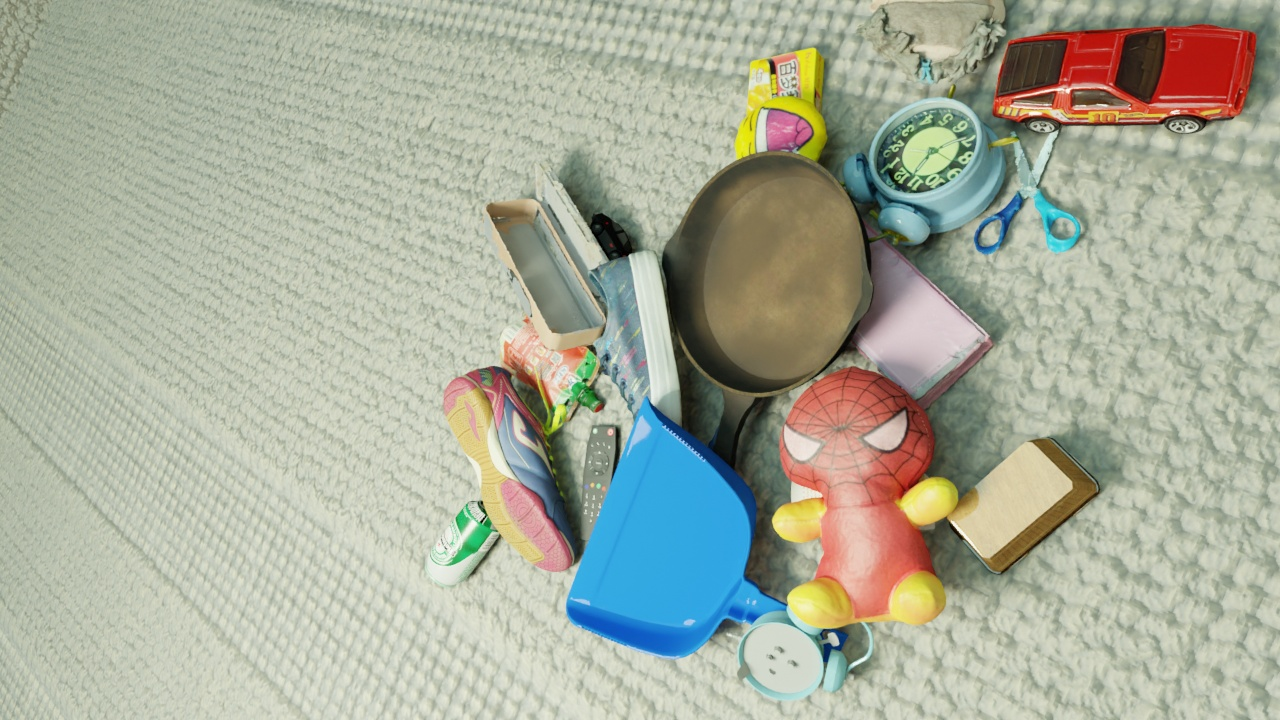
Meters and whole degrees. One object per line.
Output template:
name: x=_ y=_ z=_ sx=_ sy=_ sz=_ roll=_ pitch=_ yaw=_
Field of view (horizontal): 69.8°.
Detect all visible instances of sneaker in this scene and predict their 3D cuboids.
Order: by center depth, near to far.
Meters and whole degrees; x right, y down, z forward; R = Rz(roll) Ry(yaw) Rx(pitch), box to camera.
sneaker: x=-0.006 y=0.005 z=0.933 sx=0.079 sy=0.087 sz=0.235 roll=-7 pitch=79 yaw=-3
sneaker: x=-0.123 y=0.113 z=1.015 sx=0.117 sy=0.090 sz=0.241 roll=-32 pitch=83 yaw=40

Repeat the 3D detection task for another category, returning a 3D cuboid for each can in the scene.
can: x=-0.202 y=0.209 z=1.055 sx=0.101 sy=0.053 sz=0.053 roll=-52 pitch=56 yaw=12

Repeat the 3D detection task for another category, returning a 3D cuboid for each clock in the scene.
clock: x=0.140 y=0.249 z=0.789 sx=0.123 sy=0.041 sz=0.087 roll=-23 pitch=95 yaw=23
clock: x=0.252 y=-0.167 z=0.834 sx=0.162 sy=0.060 sz=0.118 roll=-43 pitch=53 yaw=11

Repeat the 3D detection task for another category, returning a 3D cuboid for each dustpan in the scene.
dustpan: x=0.071 y=0.197 z=0.856 sx=0.258 sy=0.059 sz=0.246 roll=24 pitch=109 yaw=11

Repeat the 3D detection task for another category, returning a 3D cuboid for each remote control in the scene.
remote control: x=-0.046 y=0.133 z=0.995 sx=0.039 sy=0.010 sz=0.124 roll=1 pitch=79 yaw=34

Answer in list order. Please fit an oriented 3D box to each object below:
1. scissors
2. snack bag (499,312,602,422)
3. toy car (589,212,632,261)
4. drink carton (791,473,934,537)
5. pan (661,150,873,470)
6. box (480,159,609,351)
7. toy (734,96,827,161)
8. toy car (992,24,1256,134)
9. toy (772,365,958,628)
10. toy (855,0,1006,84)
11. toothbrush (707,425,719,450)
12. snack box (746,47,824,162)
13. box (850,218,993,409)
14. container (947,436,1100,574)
scissors: x=0.332 y=-0.149 z=0.812 sx=0.104 sy=0.015 sz=0.133 roll=-17 pitch=68 yaw=30
snack bag: x=-0.098 y=0.010 z=1.047 sx=0.155 sy=0.044 sz=0.087 roll=39 pitch=106 yaw=30
toy car: x=-0.027 y=-0.126 z=1.029 sx=0.036 sy=0.042 sz=0.091 roll=-28 pitch=63 yaw=-4
drink carton: x=0.200 y=0.121 z=0.825 sx=0.122 sy=0.039 sz=0.069 roll=-9 pitch=74 yaw=26
pan: x=0.111 y=-0.016 z=0.876 sx=0.249 sy=0.043 sz=0.356 roll=19 pitch=102 yaw=44
box: x=-0.106 y=-0.115 z=1.048 sx=0.107 sy=0.095 sz=0.216 roll=-26 pitch=61 yaw=-8
toy: x=0.138 y=-0.217 z=0.908 sx=0.094 sy=0.041 sz=0.095 roll=-4 pitch=76 yaw=27
toy car: x=0.396 y=-0.236 z=0.763 sx=0.190 sy=0.056 sz=0.081 roll=11 pitch=81 yaw=32
toy: x=0.183 y=0.110 z=0.760 sx=0.148 sy=0.099 sz=0.216 roll=-5 pitch=67 yaw=16
toy: x=0.273 y=-0.340 z=0.859 sx=0.133 sy=0.076 sz=0.175 roll=8 pitch=82 yaw=6
toothbrush: x=0.088 y=0.064 z=0.920 sx=0.021 sy=0.016 sz=0.132 roll=24 pitch=92 yaw=38
snack box: x=0.147 y=-0.243 z=0.950 sx=0.075 sy=0.025 sz=0.152 roll=-1 pitch=78 yaw=33
box: x=0.211 y=-0.066 z=0.852 sx=0.098 sy=0.046 sz=0.232 roll=-47 pitch=58 yaw=17
container: x=0.301 y=0.115 z=0.737 sx=0.114 sy=0.061 sz=0.063 roll=-47 pitch=58 yaw=15
